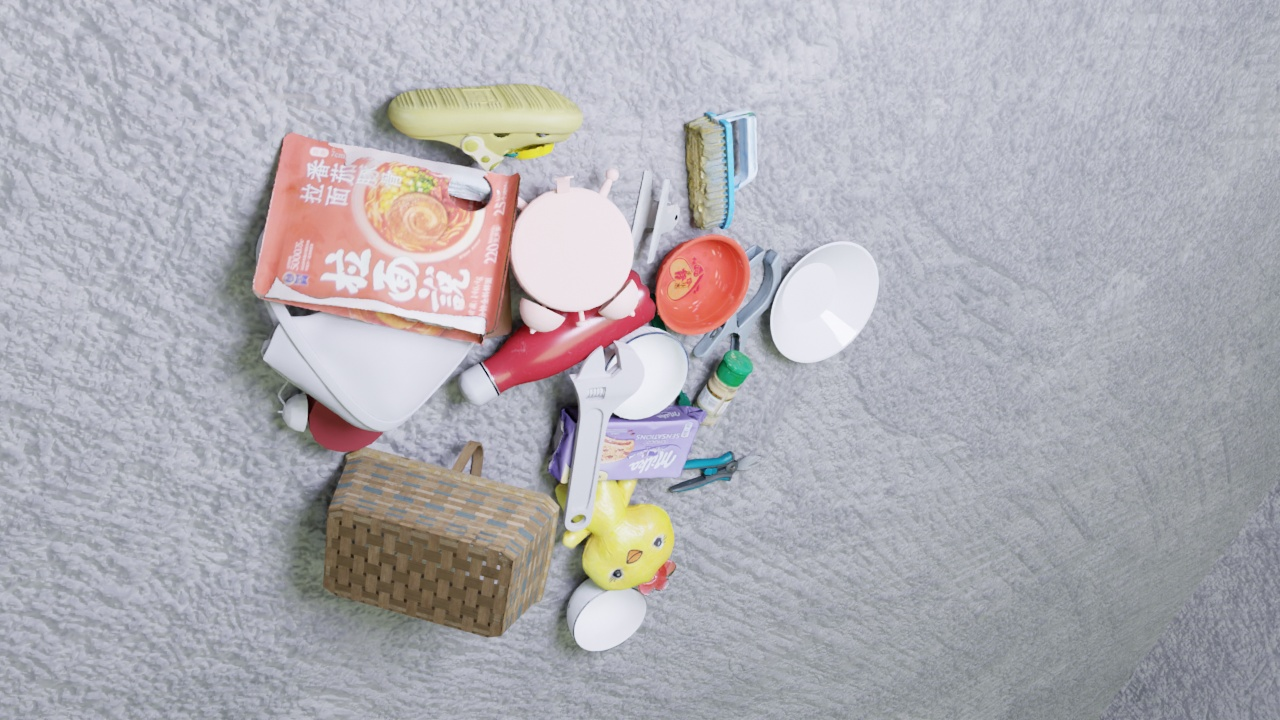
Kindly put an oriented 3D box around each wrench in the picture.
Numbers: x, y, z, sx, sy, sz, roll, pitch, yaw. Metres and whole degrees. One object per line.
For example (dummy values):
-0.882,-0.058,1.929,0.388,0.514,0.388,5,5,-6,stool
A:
-0.051,0.098,1.104,0.086,0.018,0.274,-5,124,-22,wrench

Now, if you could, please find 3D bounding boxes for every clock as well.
-0.322,0.047,0.977,0.124,0.044,0.087,34,97,-39,clock
-0.073,-0.115,0.975,0.131,0.086,0.160,-10,103,-9,clock

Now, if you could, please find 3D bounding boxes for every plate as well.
0.237,-0.083,1.229,0.173,0.036,0.174,-14,123,-23,plate

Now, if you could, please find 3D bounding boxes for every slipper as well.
-0.148,-0.222,0.895,0.190,0.091,0.082,-7,122,-23,slipper

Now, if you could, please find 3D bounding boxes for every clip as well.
0.017,-0.168,1.064,0.057,0.053,0.102,14,114,2,clip
0.117,-0.072,1.174,0.106,0.028,0.163,7,112,-31,clip

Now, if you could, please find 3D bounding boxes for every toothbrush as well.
0.036,-0.007,1.171,0.016,0.017,0.190,-18,125,1,toothbrush

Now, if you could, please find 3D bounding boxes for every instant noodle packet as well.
-0.238,-0.116,0.872,0.220,0.084,0.164,11,79,-15,instant noodle packet

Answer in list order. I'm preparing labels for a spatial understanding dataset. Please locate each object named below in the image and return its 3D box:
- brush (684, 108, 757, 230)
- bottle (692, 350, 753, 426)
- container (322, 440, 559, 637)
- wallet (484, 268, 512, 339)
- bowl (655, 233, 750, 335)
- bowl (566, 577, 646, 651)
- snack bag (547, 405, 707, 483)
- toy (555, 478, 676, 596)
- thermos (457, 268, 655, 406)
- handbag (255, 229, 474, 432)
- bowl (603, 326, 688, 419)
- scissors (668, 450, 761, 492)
0.097,-0.216,1.059,0.075,0.055,0.136,-16,124,-16,brush
0.106,0.038,1.202,0.043,0.043,0.111,3,134,-31,bottle
-0.220,0.189,1.046,0.250,0.186,0.158,14,114,5,container
-0.185,-0.076,1.004,0.087,0.013,0.121,-13,121,-23,wallet
0.067,-0.098,1.116,0.130,0.045,0.131,-14,123,-23,bowl
-0.054,0.346,1.292,0.113,0.063,0.114,-14,123,-22,bowl
-0.018,0.101,1.172,0.205,0.058,0.096,2,118,-29,snack bag
-0.032,0.225,1.224,0.133,0.092,0.208,-38,119,-8,toy
-0.098,-0.023,1.047,0.239,0.073,0.073,-31,128,-11,thermos
-0.278,-0.060,0.915,0.222,0.096,0.215,49,66,-22,handbag
-0.007,0.007,1.124,0.118,0.062,0.118,-14,122,-23,bowl
0.103,0.152,1.300,0.131,0.019,0.149,-46,128,2,scissors
